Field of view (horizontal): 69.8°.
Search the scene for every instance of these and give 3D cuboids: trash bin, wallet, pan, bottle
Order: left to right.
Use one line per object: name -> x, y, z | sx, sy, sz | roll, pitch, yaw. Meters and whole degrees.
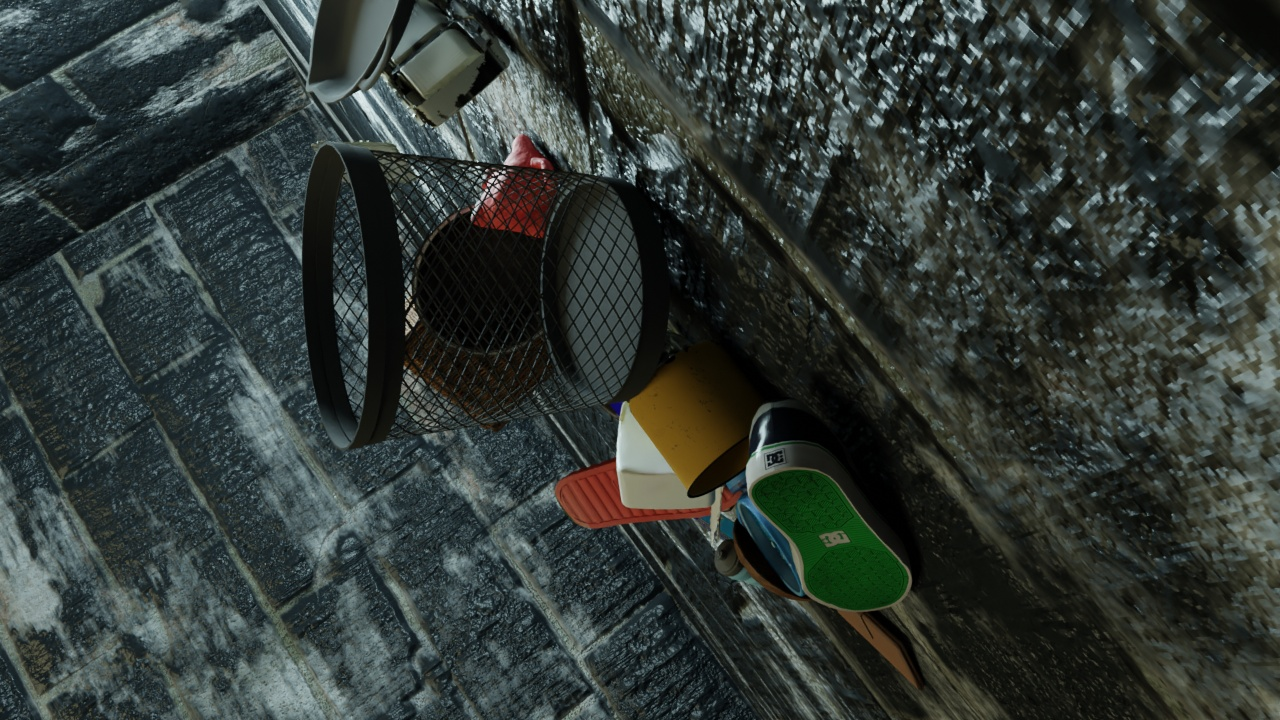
pan -> -0.250, -0.359, 0.817 | 0.024, 0.217, 0.354 | 12, -136, -40
trash bin -> -0.123, -0.051, 0.711 | 0.218, 0.227, 0.218 | 12, 104, 59
pan -> -0.120, -0.042, 1.095 | 0.357, 0.187, 0.055 | 47, 179, -35
bottle -> 0.125, 0.210, 0.936 | 0.130, 0.040, 0.040 | 23, -170, -35
wallet -> 0.224, 0.260, 0.895 | 0.121, 0.013, 0.087 | 40, 166, 52

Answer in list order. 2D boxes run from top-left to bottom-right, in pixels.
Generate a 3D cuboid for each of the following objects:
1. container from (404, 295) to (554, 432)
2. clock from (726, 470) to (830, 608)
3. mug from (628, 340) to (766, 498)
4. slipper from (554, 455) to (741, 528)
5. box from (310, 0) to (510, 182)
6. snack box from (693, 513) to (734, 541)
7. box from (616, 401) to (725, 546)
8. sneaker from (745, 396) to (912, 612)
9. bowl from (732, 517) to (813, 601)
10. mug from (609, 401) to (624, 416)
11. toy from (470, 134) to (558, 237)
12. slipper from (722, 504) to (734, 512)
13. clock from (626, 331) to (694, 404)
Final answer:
container -> -0.187, -0.044, 1.182 | 0.183, 0.249, 0.162 | 49, 172, -23
clock -> 0.128, 0.141, 0.826 | 0.161, 0.060, 0.117 | 49, 168, 41
mug -> 0.058, 0.047, 0.773 | 0.094, 0.101, 0.123 | 53, -162, 20
slipper -> 0.011, 0.130, 1.035 | 0.249, 0.059, 0.103 | -16, 112, 34
box -> -0.210, -0.239, 0.832 | 0.143, 0.186, 0.070 | 52, -178, 37
snack box -> 0.125, 0.214, 1.053 | 0.082, 0.027, 0.150 | 39, 172, -28
box -> 0.041, 0.118, 0.911 | 0.108, 0.121, 0.137 | -87, -6, -48
sneaker -> 0.143, 0.112, 0.683 | 0.235, 0.084, 0.078 | 54, -153, -41
bowl -> 0.130, 0.196, 0.888 | 0.114, 0.026, 0.102 | 20, -149, -30
mug -> -0.006, 0.006, 0.954 | 0.083, 0.079, 0.111 | 52, 157, 16
toy -> -0.101, -0.171, 0.920 | 0.094, 0.088, 0.133 | 25, 160, -25
slipper -> 0.034, 0.094, 1.094 | 0.221, 0.055, 0.107 | 49, 169, 13
clock -> 0.029, 0.028, 0.856 | 0.118, 0.083, 0.057 | 53, 175, 24
